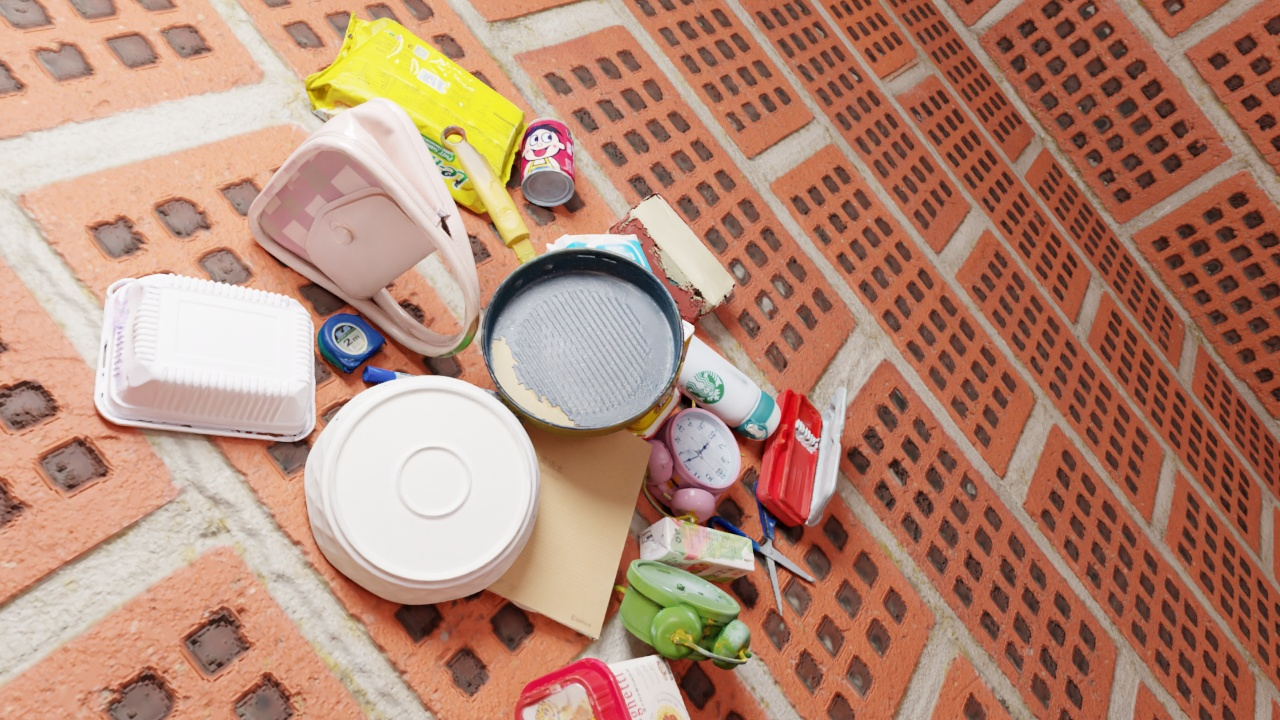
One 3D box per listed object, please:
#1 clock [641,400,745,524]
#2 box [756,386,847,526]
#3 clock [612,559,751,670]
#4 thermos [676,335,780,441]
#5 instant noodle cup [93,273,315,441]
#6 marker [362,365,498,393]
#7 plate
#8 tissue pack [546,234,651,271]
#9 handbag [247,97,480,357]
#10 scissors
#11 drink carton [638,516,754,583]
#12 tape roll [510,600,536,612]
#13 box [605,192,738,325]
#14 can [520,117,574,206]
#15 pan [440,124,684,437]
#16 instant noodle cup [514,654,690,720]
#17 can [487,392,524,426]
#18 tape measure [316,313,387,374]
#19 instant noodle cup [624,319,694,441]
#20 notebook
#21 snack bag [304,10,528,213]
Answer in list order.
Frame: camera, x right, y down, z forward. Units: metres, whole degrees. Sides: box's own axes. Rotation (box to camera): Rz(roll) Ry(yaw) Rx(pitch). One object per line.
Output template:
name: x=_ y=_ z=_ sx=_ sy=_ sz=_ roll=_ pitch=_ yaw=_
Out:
clock: x=0.050 y=0.120 z=1.040 sx=0.117 sy=0.060 sz=0.158 roll=48 pitch=44 yaw=-4
box: x=0.221 y=0.111 z=1.157 sx=0.095 sy=0.098 sz=0.200 roll=43 pitch=39 yaw=-18
clock: x=0.043 y=0.249 z=0.888 sx=0.116 sy=0.161 sz=0.056 roll=21 pitch=92 yaw=-31
thermos: x=0.077 y=0.020 z=1.125 sx=0.224 sy=0.073 sz=0.073 roll=37 pitch=44 yaw=-17
instant noodle cup: x=-0.355 y=-0.009 z=0.776 sx=0.173 sy=0.061 sz=0.137 roll=10 pitch=57 yaw=-35
marker: x=-0.204 y=0.027 z=0.914 sx=0.145 sy=0.017 sz=0.016 roll=14 pitch=54 yaw=-34
plate: x=-0.184 y=0.107 z=0.803 sx=0.204 sy=0.046 sz=0.204 roll=6 pitch=73 yaw=-19
tissue pack: x=-0.045 y=-0.105 z=1.106 sx=0.139 sy=0.063 sz=0.090 roll=-9 pitch=69 yaw=-44
handbag: x=-0.237 y=-0.103 z=0.859 sx=0.234 sy=0.194 sz=0.093 roll=52 pitch=43 yaw=-15
scissors: x=0.148 y=0.217 z=1.095 sx=0.174 sy=0.012 sz=0.162 roll=33 pitch=45 yaw=-21
drink carton: x=0.061 y=0.206 z=0.996 sx=0.122 sy=0.054 sz=0.045 roll=19 pitch=51 yaw=-32
tape roll: x=-0.101 y=0.200 z=0.887 sx=0.085 sy=0.014 sz=0.085 roll=22 pitch=50 yaw=-29
box: x=0.045 y=-0.134 z=1.195 sx=0.168 sy=0.077 sz=0.091 roll=49 pitch=41 yaw=-3
can: x=-0.115 y=-0.248 z=1.140 sx=0.066 sy=0.067 sz=0.093 roll=19 pitch=51 yaw=-31
pan: x=-0.100 y=-0.087 z=0.912 sx=0.197 sy=0.078 sz=0.357 roll=-30 pitch=72 yaw=-17
instant noodle cup: x=-0.026 y=0.318 z=0.808 sx=0.124 sy=0.117 sz=0.116 roll=0 pitch=62 yaw=-54
can: x=-0.147 y=0.061 z=0.909 sx=0.146 sy=0.058 sz=0.058 roll=7 pitch=58 yaw=-38
tape measure: x=-0.279 y=-0.018 z=0.873 sx=0.054 sy=0.025 sz=0.058 roll=44 pitch=39 yaw=-6
instant noodle cup: x=-0.006 y=0.006 z=1.001 sx=0.116 sy=0.124 sz=0.115 roll=32 pitch=42 yaw=10
notebook: x=-0.072 y=0.144 z=0.898 sx=0.149 sy=0.012 sz=0.211 roll=33 pitch=58 yaw=-26
snack bag: x=-0.245 y=-0.290 z=1.057 sx=0.246 sy=0.068 sz=0.157 roll=30 pitch=46 yaw=-21
